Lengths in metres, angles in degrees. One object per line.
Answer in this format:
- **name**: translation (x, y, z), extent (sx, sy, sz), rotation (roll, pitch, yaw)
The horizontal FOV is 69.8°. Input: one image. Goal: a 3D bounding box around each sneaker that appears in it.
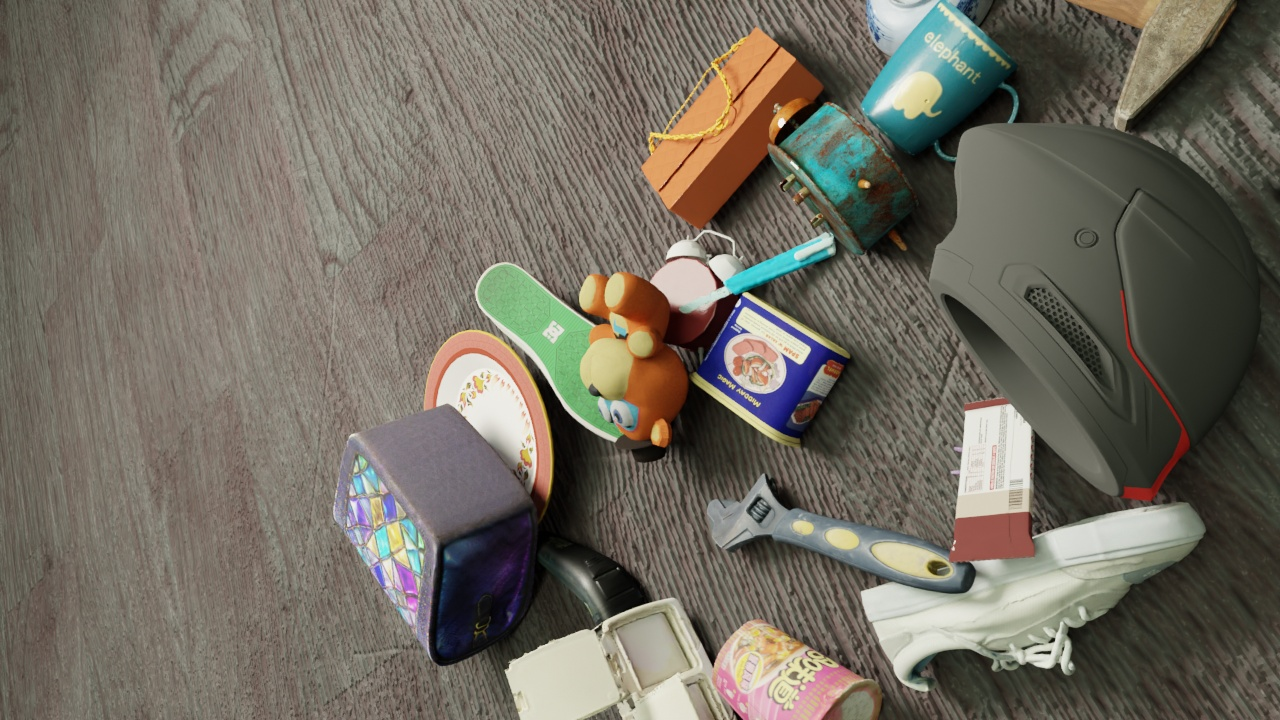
- **sneaker**: translation (0.275, 0.171, 0.641), extent (0.243, 0.089, 0.090), rotation (-31, 68, 34)
- **sneaker**: translation (-0.067, -0.006, 0.936), extent (0.084, 0.079, 0.235), rotation (-46, 75, 3)

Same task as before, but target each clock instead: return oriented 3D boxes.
- **clock**: translation (0.154, -0.156, 0.767), extent (0.073, 0.121, 0.157), rotation (-41, 49, 9)
- **clock**: translation (0.052, -0.062, 0.869), extent (0.087, 0.044, 0.124), rotation (27, 97, 36)

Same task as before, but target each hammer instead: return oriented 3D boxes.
- **hammer**: translation (0.293, -0.307, 0.707), extent (0.301, 0.037, 0.158), rotation (34, 101, 22)

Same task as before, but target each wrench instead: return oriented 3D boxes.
- **wrench**: translation (0.143, 0.139, 0.728), extent (0.274, 0.022, 0.073), rotation (7, 69, 55)

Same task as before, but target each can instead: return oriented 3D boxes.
- **can**: translation (0.113, 0.006, 0.804), extent (0.116, 0.056, 0.092), rotation (37, 101, 35)

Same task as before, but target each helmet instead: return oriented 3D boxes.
- **helmet**: translation (0.302, -0.056, 0.612), extent (0.170, 0.164, 0.264), rotation (-38, 70, 6)

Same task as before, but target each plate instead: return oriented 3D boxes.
- **plate**: translation (-0.160, 0.081, 0.979), extent (0.230, 0.021, 0.230), rotation (11, 106, 44)

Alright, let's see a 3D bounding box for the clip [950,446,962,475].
- **clip**: translation (0.266, 0.081, 0.706), extent (0.052, 0.013, 0.035), rotation (8, 87, 34)

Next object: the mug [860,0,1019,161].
- **mug**: translation (0.247, -0.214, 0.744), extent (0.112, 0.084, 0.104), rotation (45, 116, 3)

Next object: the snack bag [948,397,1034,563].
- **snack bag**: translation (0.255, 0.081, 0.658), extent (0.057, 0.013, 0.157), rotation (-13, 34, 32)

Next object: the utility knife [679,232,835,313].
- **utility knife**: translation (0.103, -0.077, 0.819), extent (0.151, 0.015, 0.022), rotation (-22, 70, 6)

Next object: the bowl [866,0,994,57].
- **bowl**: translation (0.240, -0.320, 0.783), extent (0.114, 0.045, 0.114), rotation (-8, 76, 35)

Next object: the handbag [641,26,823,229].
- **handbag**: translation (0.074, -0.227, 0.871), extent (0.172, 0.060, 0.108), rotation (-48, 39, 18)

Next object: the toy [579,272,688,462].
- **toy**: translation (-0.004, 0.005, 0.827), extent (0.112, 0.096, 0.176), rotation (4, 118, 64)

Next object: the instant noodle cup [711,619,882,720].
- **instant noodle cup**: translation (0.118, 0.266, 0.731), extent (0.109, 0.097, 0.098), rotation (28, 98, 44)

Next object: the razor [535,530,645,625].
- **razor**: translation (-0.059, 0.215, 0.897), extent (0.151, 0.053, 0.067), rotation (23, 120, 43)

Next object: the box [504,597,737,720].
- **box**: translation (0.007, 0.263, 0.729), extent (0.107, 0.192, 0.143), rotation (-49, 61, 40)

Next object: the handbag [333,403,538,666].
- **handbag**: translation (-0.212, 0.183, 0.943), extent (0.205, 0.125, 0.223), rotation (43, 134, 31)
